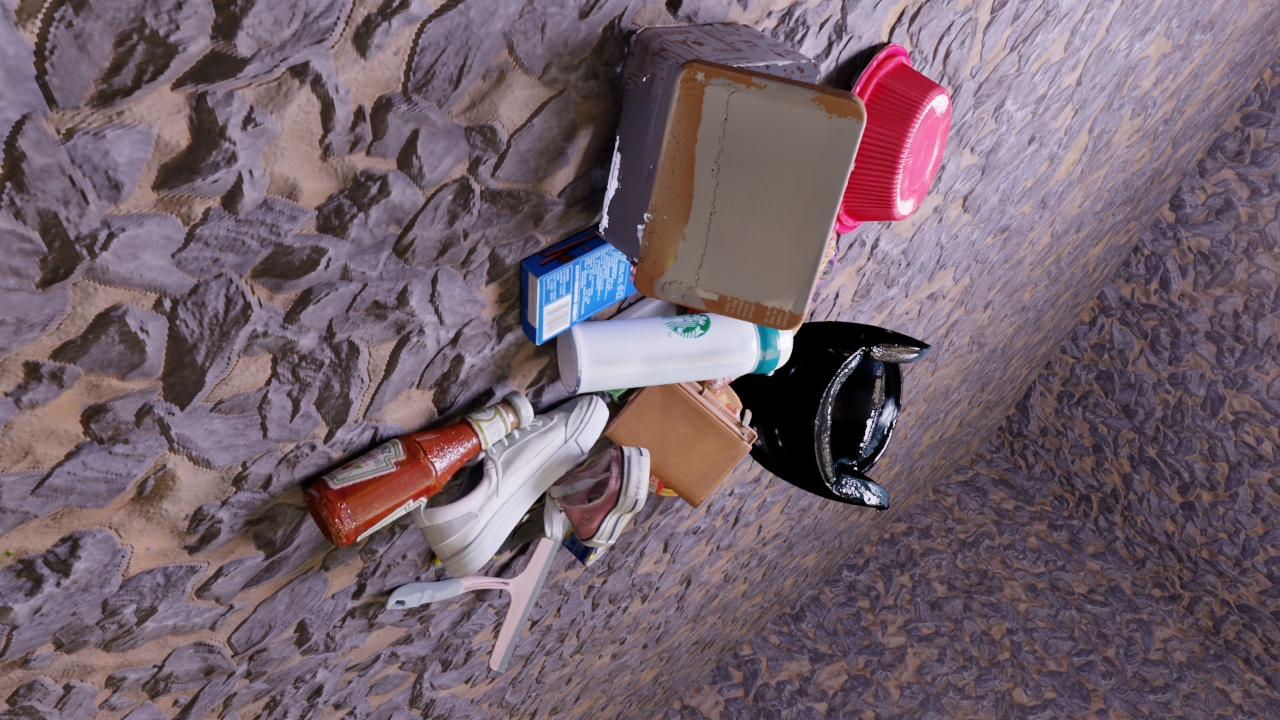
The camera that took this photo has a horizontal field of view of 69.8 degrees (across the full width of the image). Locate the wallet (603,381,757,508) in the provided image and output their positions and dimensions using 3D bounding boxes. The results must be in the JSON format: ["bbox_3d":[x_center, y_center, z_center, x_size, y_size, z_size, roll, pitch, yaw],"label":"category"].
[{"bbox_3d":[0.048,0.074,0.967,0.119,0.130,0.035,-49,-172,3],"label":"wallet"}]

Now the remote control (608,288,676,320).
[{"bbox_3d":[-0.020,-0.022,0.915,0.135,0.020,0.056,-33,143,-21],"label":"remote control"}]

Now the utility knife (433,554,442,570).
[{"bbox_3d":[-0.188,0.166,0.966,0.033,0.015,0.165,6,128,-34],"label":"utility knife"}]

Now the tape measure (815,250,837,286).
[{"bbox_3d":[0.206,-0.114,1.095,0.057,0.039,0.057,-7,136,-53],"label":"tape measure"}]

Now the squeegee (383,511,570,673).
[{"bbox_3d":[-0.207,0.266,1.069,0.249,0.040,0.248,13,104,-55],"label":"squeegee"}]

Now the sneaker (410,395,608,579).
[{"bbox_3d":[-0.127,0.096,0.892,0.090,0.091,0.241,-24,-163,48],"label":"sneaker"}]

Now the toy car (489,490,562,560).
[{"bbox_3d":[-0.132,0.178,1.035,0.157,0.042,0.070,-17,143,-57],"label":"toy car"}]

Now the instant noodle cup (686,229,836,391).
[{"bbox_3d":[0.119,-0.067,0.991,0.164,0.079,0.189,-28,151,-32],"label":"instant noodle cup"}]

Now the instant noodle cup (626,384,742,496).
[{"bbox_3d":[0.041,0.089,1.070,0.137,0.138,0.109,-32,161,-25],"label":"instant noodle cup"}]

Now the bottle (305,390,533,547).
[{"bbox_3d":[-0.185,0.086,0.796,0.205,0.060,0.060,-30,152,-29],"label":"bottle"}]

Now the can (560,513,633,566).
[{"bbox_3d":[-0.048,0.200,1.176,0.074,0.049,0.148,-25,152,-55],"label":"can"}]

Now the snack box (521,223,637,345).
[{"bbox_3d":[-0.034,-0.081,0.801,0.156,0.026,0.085,-31,151,-27],"label":"snack box"}]

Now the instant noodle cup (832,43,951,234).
[{"bbox_3d":[0.256,-0.212,0.921,0.193,0.066,0.194,-39,142,-39],"label":"instant noodle cup"}]

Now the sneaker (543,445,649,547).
[{"bbox_3d":[-0.056,0.138,0.957,0.088,0.118,0.242,9,159,-10],"label":"sneaker"}]

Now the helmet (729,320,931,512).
[{"bbox_3d":[0.252,0.059,1.216,0.274,0.230,0.233,6,100,-61],"label":"helmet"}]

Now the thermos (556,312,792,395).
[{"bbox_3d":[0.037,-0.013,0.869,0.224,0.073,0.073,-5,140,-21],"label":"thermos"}]

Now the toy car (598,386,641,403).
[{"bbox_3d":[-0.006,0.006,0.972,0.091,0.036,0.043,-48,154,-1],"label":"toy car"}]

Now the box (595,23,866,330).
[{"bbox_3d":[0.075,-0.133,0.674,0.153,0.181,0.183,-21,138,-39],"label":"box"}]
